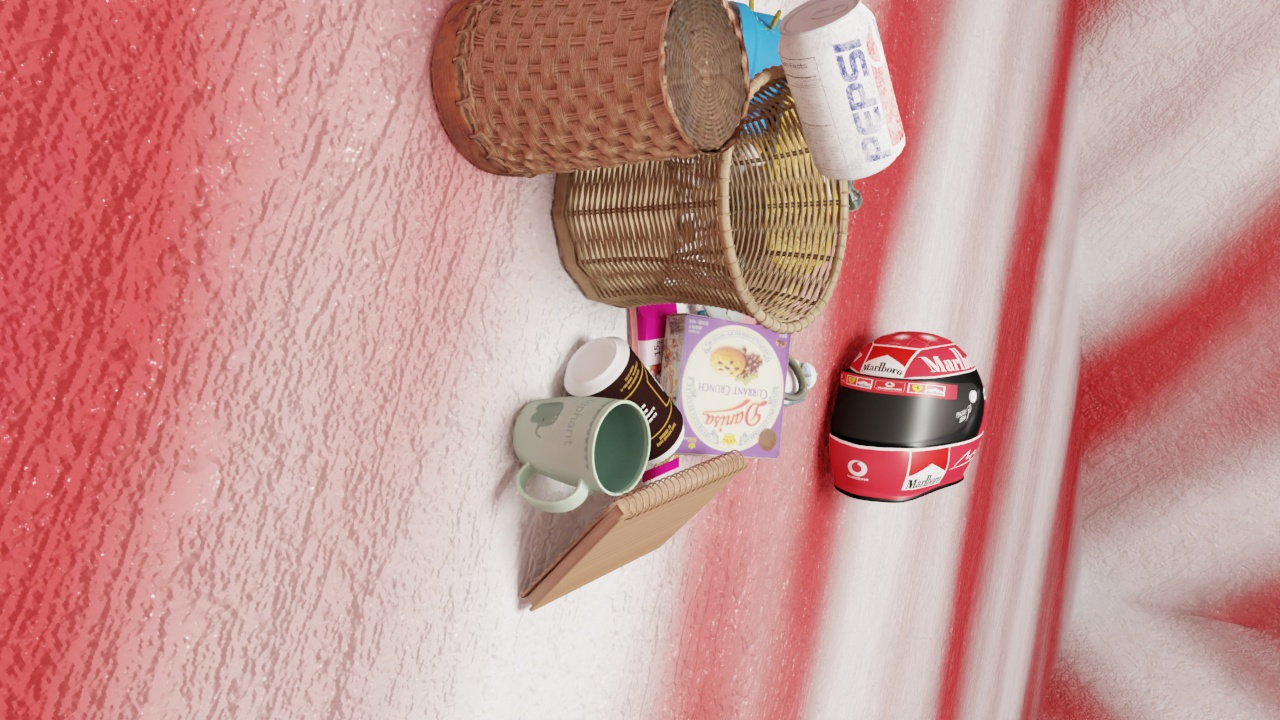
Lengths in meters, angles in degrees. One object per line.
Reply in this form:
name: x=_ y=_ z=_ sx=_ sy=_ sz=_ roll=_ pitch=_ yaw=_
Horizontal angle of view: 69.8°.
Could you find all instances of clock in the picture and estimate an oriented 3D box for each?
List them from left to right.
clock: x=0.105 y=-0.297 z=0.973 sx=0.060 sy=0.116 sz=0.162 roll=1 pitch=121 yaw=-16
clock: x=0.167 y=0.027 z=1.131 sx=0.117 sy=0.083 sz=0.057 roll=-12 pitch=98 yaw=-48

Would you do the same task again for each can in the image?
can: x=-0.014 y=0.040 z=0.886 sx=0.128 sy=0.072 sz=0.071 roll=52 pitch=54 yaw=-38
can: x=0.166 y=-0.223 z=0.756 sx=0.078 sy=0.078 sz=0.136 roll=-55 pitch=133 yaw=-33

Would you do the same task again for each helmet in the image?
helmet: x=0.393 y=0.069 z=1.351 sx=0.270 sy=0.198 sz=0.225 roll=-8 pitch=102 yaw=-45

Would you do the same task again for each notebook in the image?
notebook: x=0.002 y=0.158 z=0.881 sx=0.210 sy=0.022 sz=0.170 roll=-12 pitch=149 yaw=-52

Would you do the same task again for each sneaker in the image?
sneaker: x=0.168 y=-0.221 z=1.011 sx=0.122 sy=0.086 sz=0.239 roll=-109 pitch=-156 yaw=-68

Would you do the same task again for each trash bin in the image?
trash bin: x=-0.035 y=-0.222 z=0.709 sx=0.151 sy=0.210 sz=0.151 roll=-10 pitch=102 yaw=-53

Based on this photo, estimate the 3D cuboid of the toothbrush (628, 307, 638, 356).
toothbrush: x=-0.006 y=0.006 z=0.950 sx=0.015 sy=0.016 sz=0.184 roll=-11 pitch=102 yaw=-46

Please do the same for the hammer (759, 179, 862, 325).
hammer: x=0.217 y=-0.146 z=1.218 sx=0.329 sy=0.033 sz=0.132 roll=-63 pitch=141 yaw=-26

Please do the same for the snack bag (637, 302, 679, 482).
snack bag: x=0.021 y=0.029 z=0.988 sx=0.070 sy=0.016 sz=0.196 roll=-14 pitch=106 yaw=-51

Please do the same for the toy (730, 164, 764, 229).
toy: x=0.147 y=-0.190 z=1.094 sx=0.074 sy=0.085 sz=0.105 roll=14 pitch=54 yaw=-16

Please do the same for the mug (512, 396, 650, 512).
mug: x=-0.063 y=0.082 z=0.806 sx=0.111 sy=0.104 sz=0.084 roll=-61 pitch=138 yaw=-29

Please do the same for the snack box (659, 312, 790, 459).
snack box: x=0.089 y=0.030 z=0.990 sx=0.143 sy=0.041 sz=0.148 roll=6 pitch=89 yaw=-31

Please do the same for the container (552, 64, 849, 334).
container: x=0.055 y=-0.142 z=0.849 sx=0.226 sy=0.196 sz=0.227 roll=-6 pitch=98 yaw=-52

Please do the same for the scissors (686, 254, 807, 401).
scissors: x=0.100 y=-0.006 z=1.031 sx=0.225 sy=0.016 sz=0.225 roll=48 pitch=69 yaw=-21

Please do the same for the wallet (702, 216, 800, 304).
wallet: x=0.133 y=-0.113 z=1.078 sx=0.121 sy=0.087 sz=0.013 roll=48 pitch=15 yaw=-46

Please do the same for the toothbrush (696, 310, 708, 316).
toothbrush: x=0.105 y=-0.033 z=1.091 sx=0.135 sy=0.017 sz=0.022 roll=28 pitch=73 yaw=-52

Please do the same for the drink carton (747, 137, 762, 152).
drink carton: x=0.158 y=-0.287 z=1.106 sx=0.122 sy=0.041 sz=0.058 roll=21 pitch=78 yaw=-54
